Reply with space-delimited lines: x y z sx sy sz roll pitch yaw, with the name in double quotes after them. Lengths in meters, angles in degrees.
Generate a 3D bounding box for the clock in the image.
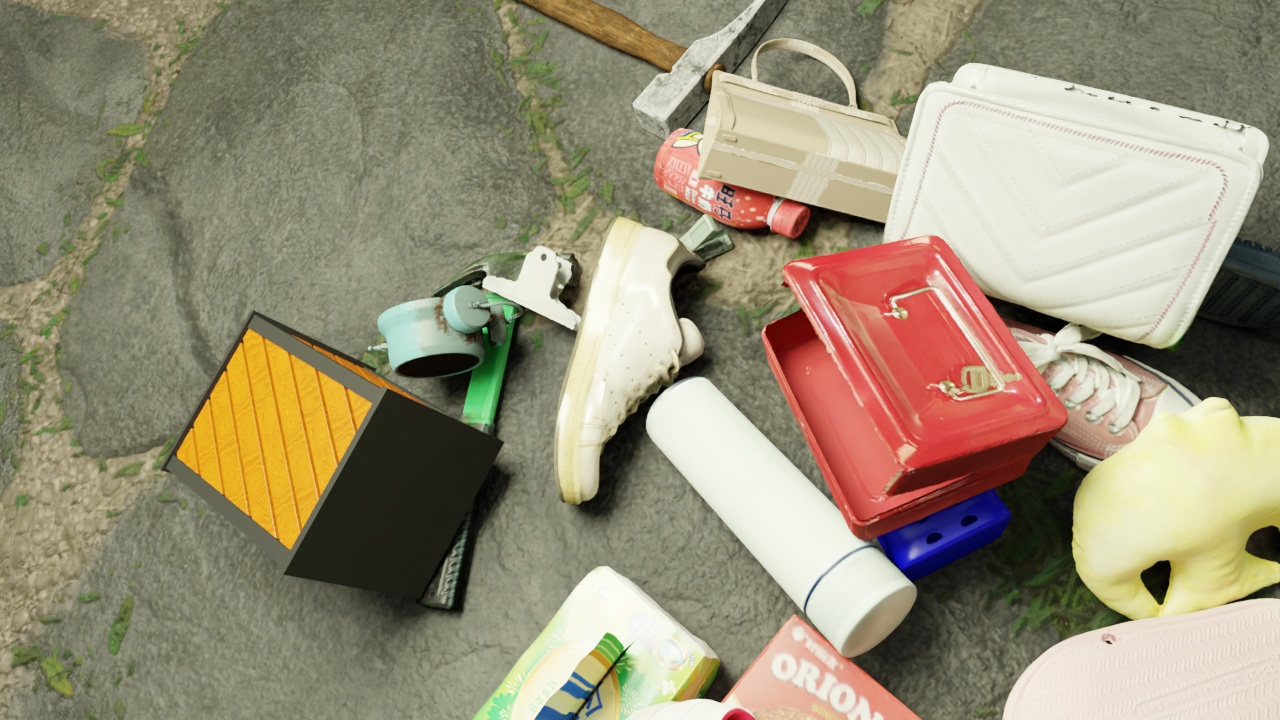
-0.156 -0.023 0.756 0.124 0.090 0.053 -15 76 15 "clock"

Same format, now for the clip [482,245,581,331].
-0.083 -0.067 0.794 0.102 0.043 0.054 26 89 23 "clip"

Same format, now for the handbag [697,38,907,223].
0.142 -0.216 0.782 0.175 0.062 0.197 12 50 -9 "handbag"

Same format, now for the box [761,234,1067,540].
0.165 0.018 0.585 0.137 0.127 0.157 -14 58 -13 "box"

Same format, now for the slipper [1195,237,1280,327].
0.351 -0.107 0.673 0.264 0.101 0.082 23 75 21 "slipper"

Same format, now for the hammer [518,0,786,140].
-0.013 -0.366 0.927 0.301 0.037 0.217 35 80 27 "hammer"

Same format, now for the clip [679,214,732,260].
0.040 -0.093 0.797 0.076 0.061 0.023 -32 60 17 "clip"

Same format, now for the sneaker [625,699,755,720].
0.073 0.310 0.528 0.105 0.090 0.236 -28 81 40 "sneaker"

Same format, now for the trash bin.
-0.238 0.074 0.717 0.172 0.139 0.139 24 83 33 "trash bin"

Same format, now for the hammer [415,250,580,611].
-0.140 0.050 0.786 0.130 0.032 0.318 2 68 16 "hammer"

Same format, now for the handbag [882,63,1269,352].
0.272 -0.100 0.593 0.199 0.142 0.095 24 38 23 "handbag"

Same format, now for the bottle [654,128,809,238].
0.081 -0.147 0.789 0.137 0.062 0.062 32 79 25 "bottle"

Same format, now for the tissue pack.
-0.050 0.239 0.613 0.120 0.141 0.197 28 77 25 "tissue pack"

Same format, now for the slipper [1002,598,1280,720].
0.328 0.210 0.565 0.221 0.056 0.106 -19 62 -4 "slipper"

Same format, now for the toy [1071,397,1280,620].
0.357 0.092 0.577 0.170 0.155 0.064 -20 18 9 "toy"

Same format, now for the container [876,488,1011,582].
0.190 0.085 0.643 0.084 0.085 0.113 -28 64 3 "container"

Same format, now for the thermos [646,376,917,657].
0.092 0.102 0.651 0.068 0.068 0.230 -40 51 -4 "thermos"

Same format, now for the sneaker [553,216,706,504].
-0.005 0.004 0.744 0.102 0.089 0.241 13 75 0 "sneaker"

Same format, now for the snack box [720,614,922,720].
0.156 0.283 0.579 0.236 0.060 0.113 36 81 26 "snack box"

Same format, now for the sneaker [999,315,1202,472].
0.287 0.009 0.644 0.241 0.088 0.118 25 76 22 "sneaker"
